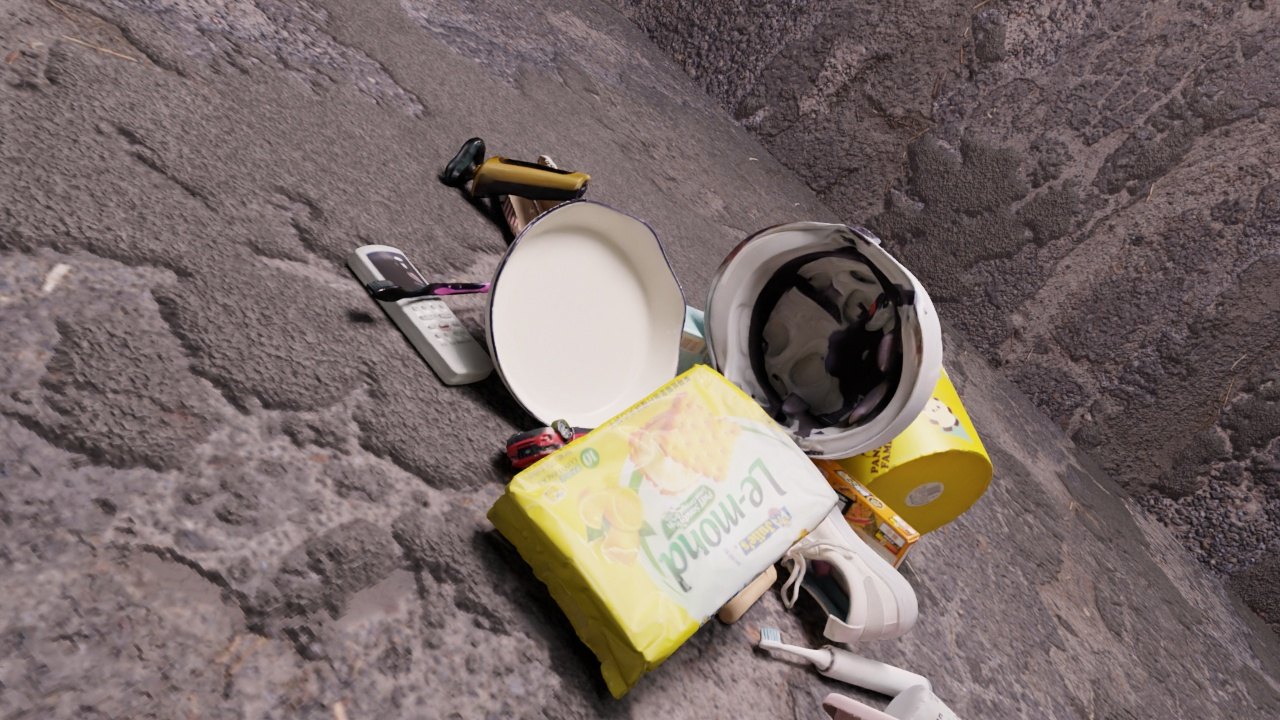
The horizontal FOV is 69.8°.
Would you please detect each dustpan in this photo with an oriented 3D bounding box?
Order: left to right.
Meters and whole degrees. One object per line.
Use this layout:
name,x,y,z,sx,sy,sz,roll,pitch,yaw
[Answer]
dustpan,0.232,0.297,0.614,0.222,0.274,0.138,42,47,-7

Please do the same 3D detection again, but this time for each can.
can,0.273,0.345,0.776,0.146,0.058,0.058,44,23,4

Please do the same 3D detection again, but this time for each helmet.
helmet,0.196,-0.016,0.938,0.145,0.229,0.258,19,17,-45

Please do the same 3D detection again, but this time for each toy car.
toy car,-0.056,0.074,0.735,0.120,0.053,0.045,14,60,-56

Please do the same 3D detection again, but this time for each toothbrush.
toothbrush,-0.169,-0.063,0.792,0.018,0.014,0.188,37,19,17
toothbrush,0.181,0.269,0.807,0.221,0.027,0.026,27,49,-32

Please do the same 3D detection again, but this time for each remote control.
remote control,-0.184,-0.041,0.774,0.150,0.021,0.058,49,23,13

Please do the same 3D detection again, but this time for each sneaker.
sneaker,0.152,0.172,0.873,0.090,0.090,0.242,-5,36,-27

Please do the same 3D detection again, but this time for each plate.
plate,-0.049,-0.035,0.807,0.204,0.204,0.046,25,-14,-36

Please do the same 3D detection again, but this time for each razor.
razor,-0.136,-0.208,1.023,0.167,0.068,0.062,12,22,17

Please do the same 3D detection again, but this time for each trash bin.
trash bin,0.268,0.063,1.083,0.229,0.230,0.255,23,35,-38

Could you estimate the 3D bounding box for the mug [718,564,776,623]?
mug,0.074,0.152,0.792,0.103,0.084,0.124,-16,87,-62

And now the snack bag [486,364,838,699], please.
snack bag,0.022,0.110,0.674,0.245,0.068,0.158,-30,70,-36

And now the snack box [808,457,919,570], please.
snack box,0.205,0.158,0.940,0.026,0.075,0.154,-6,39,-45

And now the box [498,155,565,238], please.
box,-0.108,-0.178,1.063,0.076,0.087,0.162,42,15,-43

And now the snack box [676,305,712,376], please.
snack box,0.072,-0.007,1.037,0.174,0.074,0.051,21,37,-31
